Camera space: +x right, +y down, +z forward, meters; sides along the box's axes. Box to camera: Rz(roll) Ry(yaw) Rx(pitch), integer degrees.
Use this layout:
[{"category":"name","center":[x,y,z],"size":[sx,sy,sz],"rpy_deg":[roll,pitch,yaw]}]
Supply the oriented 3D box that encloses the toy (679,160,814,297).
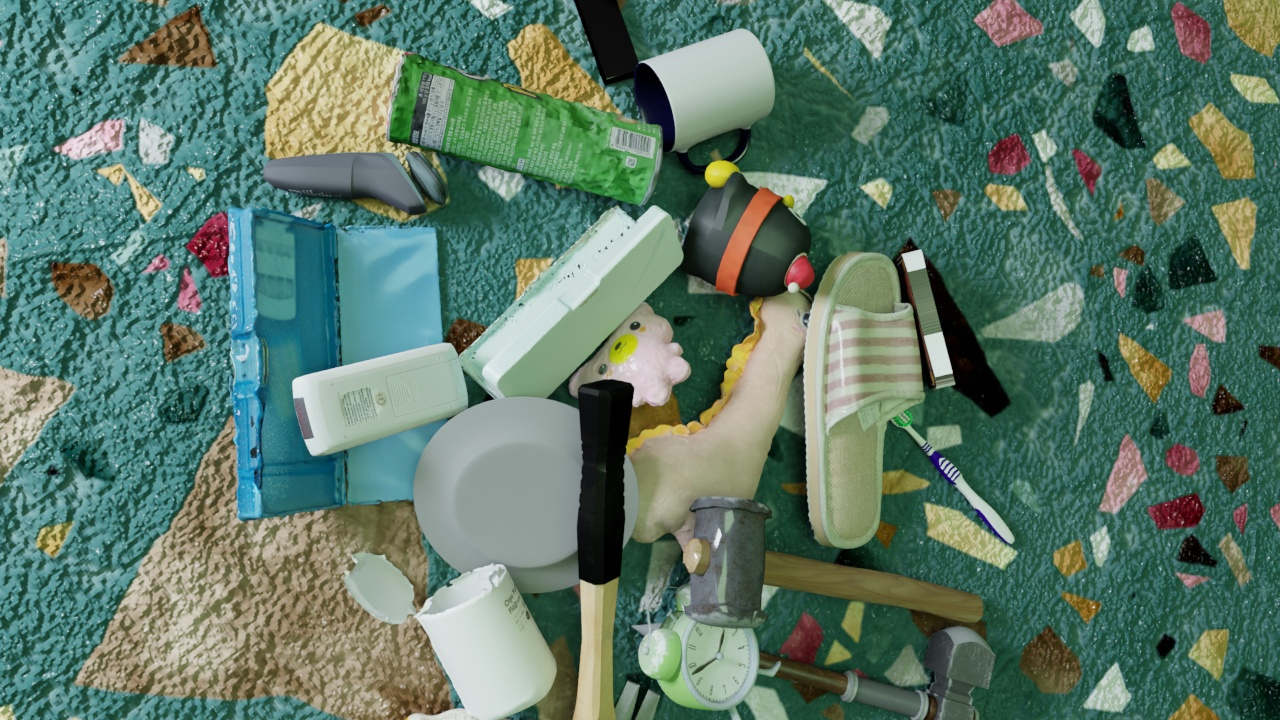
[{"category":"toy","center":[0.097,-0.099,0.779],"size":[0.119,0.097,0.099],"rpy_deg":[27,90,13]}]

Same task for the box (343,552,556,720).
[{"category":"box","center":[-0.147,0.203,0.711],"size":[0.119,0.084,0.160],"rpy_deg":[-22,99,13]}]

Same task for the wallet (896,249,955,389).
[{"category":"wallet","center":[0.259,-0.036,0.832],"size":[0.019,0.072,0.123],"rpy_deg":[-14,87,10]}]

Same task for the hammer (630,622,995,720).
[{"category":"hammer","center":[0.147,0.274,0.799],"size":[0.322,0.043,0.156],"rpy_deg":[18,82,-9]}]

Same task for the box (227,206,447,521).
[{"category":"box","center":[-0.240,0.003,0.725],"size":[0.172,0.066,0.231],"rpy_deg":[1,84,-41]}]

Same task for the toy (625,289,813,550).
[{"category":"toy","center":[0.061,0.040,0.783],"size":[0.196,0.065,0.264],"rpy_deg":[24,79,-15]}]

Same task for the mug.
[{"category":"mug","center":[0.058,-0.219,0.802],"size":[0.096,0.078,0.112],"rpy_deg":[-23,119,-14]}]

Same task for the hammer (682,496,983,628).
[{"category":"hammer","center":[0.174,0.186,0.769],"size":[0.328,0.052,0.098],"rpy_deg":[16,69,-29]}]

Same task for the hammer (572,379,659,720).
[{"category":"hammer","center":[-0.032,0.178,0.697],"size":[0.130,0.039,0.328],"rpy_deg":[-13,109,-52]}]

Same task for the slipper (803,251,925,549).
[{"category":"slipper","center":[0.197,0.036,0.800],"size":[0.114,0.052,0.263],"rpy_deg":[2,93,-36]}]

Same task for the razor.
[{"category":"razor","center":[-0.229,-0.145,0.741],"size":[0.143,0.047,0.052],"rpy_deg":[0,84,-9]}]

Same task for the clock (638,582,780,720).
[{"category":"clock","center":[0.048,0.231,0.732],"size":[0.119,0.043,0.094],"rpy_deg":[53,53,-12]}]

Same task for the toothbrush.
[{"category":"toothbrush","center":[0.289,0.105,0.855],"size":[0.015,0.016,0.186],"rpy_deg":[-44,96,-13]}]

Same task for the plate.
[{"category":"plate","center":[-0.090,0.112,0.724],"size":[0.178,0.012,0.179],"rpy_deg":[0,112,-1]}]

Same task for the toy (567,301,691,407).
[{"category":"toy","center":[-0.005,0.004,0.767],"size":[0.102,0.093,0.050],"rpy_deg":[-51,140,-8]}]

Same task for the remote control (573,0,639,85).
[{"category":"remote control","center":[-0.041,-0.320,0.812],"size":[0.034,0.013,0.150],"rpy_deg":[-20,91,-14]}]

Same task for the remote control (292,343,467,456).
[{"category":"remote control","center":[-0.195,0.027,0.704],"size":[0.138,0.025,0.060],"rpy_deg":[-17,97,-42]}]

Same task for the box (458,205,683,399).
[{"category":"box","center":[-0.063,-0.051,0.760],"size":[0.198,0.086,0.096],"rpy_deg":[-44,55,-13]}]

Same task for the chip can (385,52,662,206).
[{"category":"chip can","center":[-0.092,-0.189,0.760],"size":[0.223,0.075,0.075],"rpy_deg":[13,83,-13]}]

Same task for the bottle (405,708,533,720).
[{"category":"bottle","center":[-0.135,0.304,0.715],"size":[0.108,0.063,0.063],"rpy_deg":[-1,86,-12]}]
